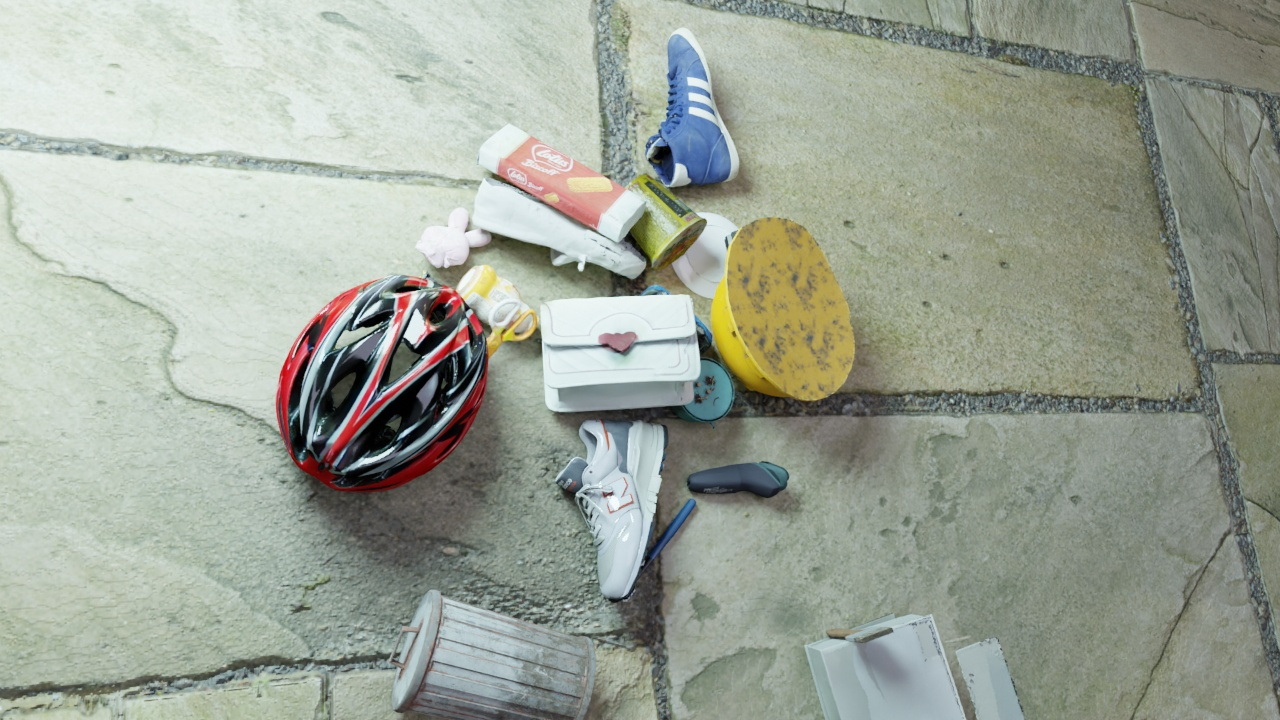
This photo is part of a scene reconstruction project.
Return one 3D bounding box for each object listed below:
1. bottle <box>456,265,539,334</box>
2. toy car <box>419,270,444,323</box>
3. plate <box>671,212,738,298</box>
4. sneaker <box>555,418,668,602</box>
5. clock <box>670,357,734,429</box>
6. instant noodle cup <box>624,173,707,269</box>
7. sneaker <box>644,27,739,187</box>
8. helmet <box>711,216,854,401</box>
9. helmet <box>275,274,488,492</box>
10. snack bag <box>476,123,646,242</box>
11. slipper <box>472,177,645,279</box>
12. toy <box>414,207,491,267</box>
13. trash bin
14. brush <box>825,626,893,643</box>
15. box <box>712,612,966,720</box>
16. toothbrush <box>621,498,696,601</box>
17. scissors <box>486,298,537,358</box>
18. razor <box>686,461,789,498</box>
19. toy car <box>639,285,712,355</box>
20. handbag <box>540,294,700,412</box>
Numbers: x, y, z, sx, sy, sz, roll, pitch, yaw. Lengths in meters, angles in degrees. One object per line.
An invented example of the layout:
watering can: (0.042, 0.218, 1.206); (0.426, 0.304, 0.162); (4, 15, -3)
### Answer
bottle: (-0.180, -0.072, 1.173); (0.108, 0.063, 0.063); (38, 64, -25)
toy car: (-0.254, -0.056, 1.146); (0.047, 0.047, 0.112); (-31, 92, -11)
plate: (0.106, -0.155, 1.339); (0.134, 0.011, 0.134); (6, 73, -20)
sneaker: (-0.048, 0.173, 1.152); (0.124, 0.089, 0.239); (21, 60, -11)
clock: (0.068, 0.035, 1.244); (0.124, 0.053, 0.089); (38, 63, -13)
instant noodle cup: (0.021, -0.197, 1.274); (0.102, 0.102, 0.108); (-36, 79, -26)
sneaker: (0.045, -0.358, 1.332); (0.118, 0.092, 0.233); (-21, 92, -23)
helmet: (0.173, -0.055, 1.270); (0.204, 0.132, 0.255); (-5, 77, -33)
helmet: (-0.285, 0.020, 1.043); (0.217, 0.167, 0.271); (37, 69, -12)
snack bag: (-0.104, -0.238, 1.218); (0.225, 0.041, 0.077); (31, 49, 6)
slipper: (-0.105, -0.164, 1.219); (0.246, 0.075, 0.112); (19, 33, -23)
toy: (-0.243, -0.152, 1.179); (0.063, 0.047, 0.109); (41, 47, 3)
trash bin: (-0.171, 0.344, 1.024); (0.211, 0.131, 0.130); (21, 69, -17)
brush: (0.275, 0.354, 1.193); (0.045, 0.143, 0.008); (-14, 80, -16)
box: (0.270, 0.475, 1.346); (0.171, 0.405, 0.168); (-12, 81, -24)
toothbrush: (0.024, 0.244, 1.192); (0.014, 0.014, 0.167); (27, 59, 24)
scissors: (-0.188, -0.025, 1.149); (0.130, 0.013, 0.070); (-44, 129, 2)
razor: (0.131, 0.163, 1.246); (0.142, 0.047, 0.052); (-2, 52, -20)
toy car: (0.046, -0.055, 1.266); (0.120, 0.056, 0.043); (41, 35, -12)
handbag: (-0.027, -0.018, 1.171); (0.198, 0.096, 0.141); (-4, 65, -4)
